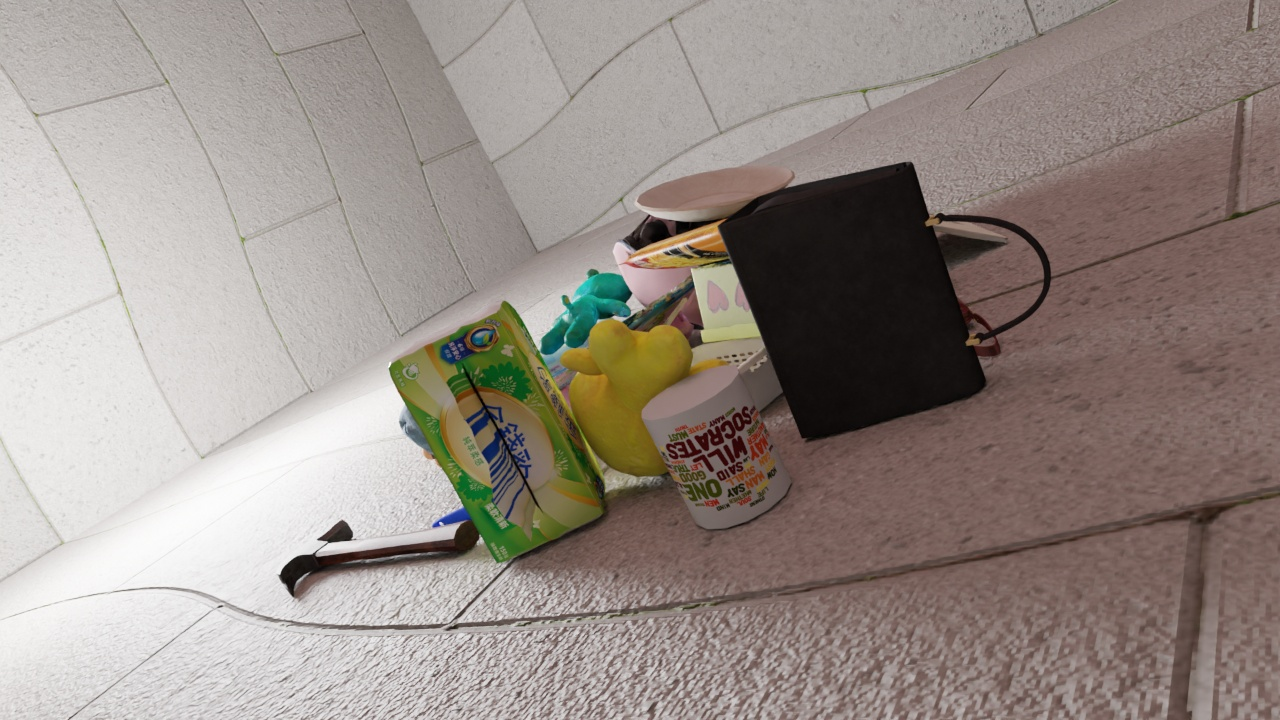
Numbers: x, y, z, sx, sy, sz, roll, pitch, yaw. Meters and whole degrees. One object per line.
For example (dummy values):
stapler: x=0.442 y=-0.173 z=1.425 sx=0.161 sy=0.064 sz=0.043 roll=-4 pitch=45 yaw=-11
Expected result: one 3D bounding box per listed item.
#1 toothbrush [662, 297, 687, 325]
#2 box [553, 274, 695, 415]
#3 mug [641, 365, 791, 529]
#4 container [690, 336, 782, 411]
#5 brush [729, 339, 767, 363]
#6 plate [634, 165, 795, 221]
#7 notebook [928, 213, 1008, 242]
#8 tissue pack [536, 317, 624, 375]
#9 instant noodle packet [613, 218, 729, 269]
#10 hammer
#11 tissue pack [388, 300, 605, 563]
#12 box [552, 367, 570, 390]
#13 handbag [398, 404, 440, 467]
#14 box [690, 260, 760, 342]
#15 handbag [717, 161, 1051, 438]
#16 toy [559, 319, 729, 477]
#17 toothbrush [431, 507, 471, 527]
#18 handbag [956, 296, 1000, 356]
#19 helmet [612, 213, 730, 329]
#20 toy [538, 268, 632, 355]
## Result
toothbrush: x=-0.006 y=0.006 z=0.983 sx=0.181 sy=0.010 sz=0.010 roll=-54 pitch=13 yaw=4
box: x=-0.028 y=0.004 z=0.991 sx=0.229 sy=0.035 sz=0.160 roll=-34 pitch=-17 yaw=-27
mug: x=0.054 y=0.057 z=0.658 sx=0.073 sy=0.089 sz=0.105 roll=-25 pitch=13 yaw=7
container: x=0.076 y=0.020 z=0.848 sx=0.080 sy=0.049 sz=0.129 roll=-35 pitch=15 yaw=-33
brush: x=0.118 y=-0.011 z=0.970 sx=0.039 sy=0.012 sz=0.151 roll=-28 pitch=13 yaw=-4
plate: x=0.088 y=-0.192 z=1.080 sx=0.189 sy=0.027 sz=0.188 roll=-10 pitch=22 yaw=4
notebook: x=0.267 y=-0.159 z=0.988 sx=0.209 sy=0.012 sz=0.153 roll=11 pitch=15 yaw=0
tissue pack: x=-0.091 y=0.002 z=1.214 sx=0.182 sy=0.070 sz=0.112 roll=-25 pitch=13 yaw=-2
instant noodle packet: x=0.093 y=-0.114 z=0.837 sx=0.159 sy=0.032 sz=0.221 roll=-13 pitch=3 yaw=-27
hammer: x=-0.266 y=0.189 z=0.923 sx=0.302 sy=0.028 sz=0.110 roll=-16 pitch=16 yaw=40
tissue pack: x=-0.114 y=0.063 z=0.730 sx=0.120 sy=0.197 sz=0.141 roll=-32 pitch=10 yaw=7
box: x=-0.097 y=0.032 z=1.031 sx=0.230 sy=0.033 sz=0.175 roll=-34 pitch=-12 yaw=-33
handbag: x=-0.237 y=0.072 z=1.151 sx=0.119 sy=0.121 sz=0.191 roll=-57 pitch=12 yaw=16
box: x=0.167 y=-0.075 z=0.856 sx=0.220 sy=0.081 sz=0.125 roll=-18 pitch=7 yaw=-38
handbag: x=0.181 y=-0.049 z=0.642 sx=0.196 sy=0.176 sz=0.072 roll=-12 pitch=18 yaw=38
toy: x=0.003 y=0.029 z=0.742 sx=0.134 sy=0.208 sz=0.092 roll=9 pitch=55 yaw=9
toothbrush: x=-0.125 y=0.131 z=0.891 sx=0.183 sy=0.016 sz=0.018 roll=-23 pitch=8 yaw=16
handbag: x=0.254 y=-0.024 z=0.734 sx=0.055 sy=0.029 sz=0.119 roll=-29 pitch=18 yaw=0
helmet: x=0.102 y=-0.123 z=1.128 sx=0.256 sy=0.152 sz=0.229 roll=-12 pitch=18 yaw=15
toy: x=-0.066 y=-0.071 z=1.167 sx=0.131 sy=0.072 sz=0.192 roll=-13 pitch=25 yaw=32
